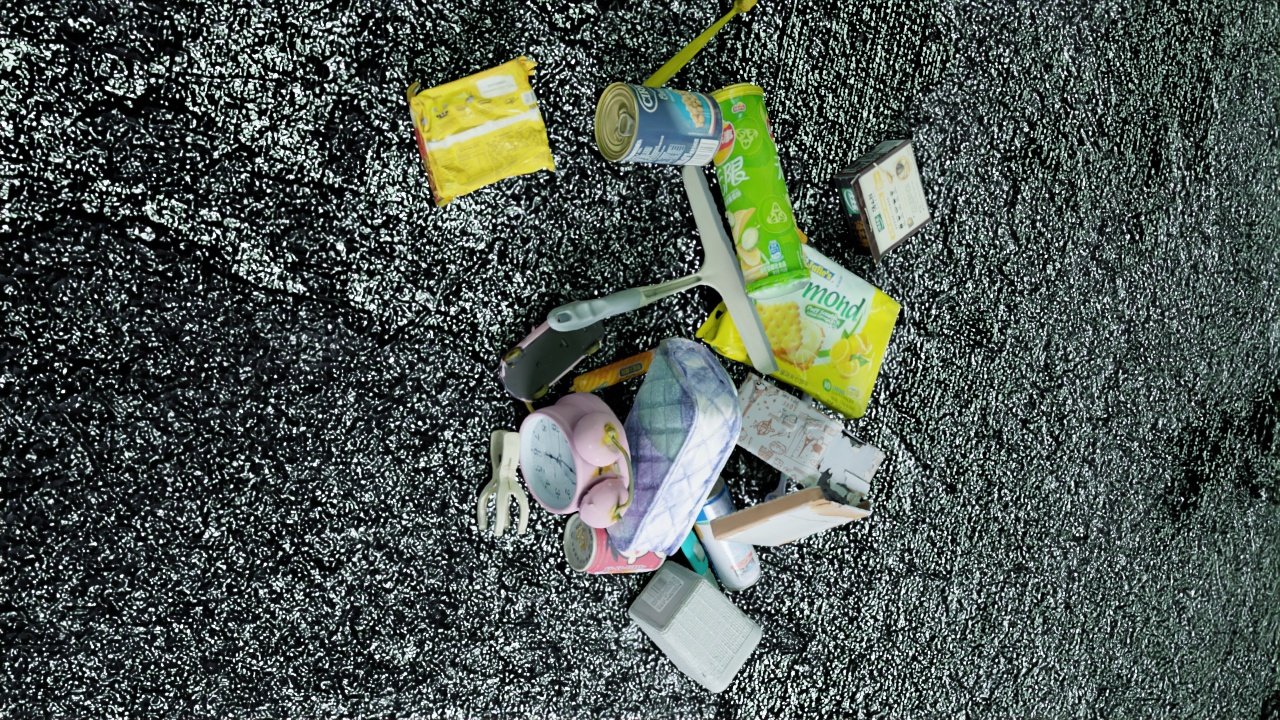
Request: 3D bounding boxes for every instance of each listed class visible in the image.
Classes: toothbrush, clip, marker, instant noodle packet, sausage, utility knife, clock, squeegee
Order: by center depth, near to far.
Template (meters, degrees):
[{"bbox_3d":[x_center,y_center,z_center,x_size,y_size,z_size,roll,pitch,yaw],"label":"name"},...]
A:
[{"bbox_3d":[-0.143,-0.211,0.839,0.128,0.044,0.111,-24,117,-25],"label":"instant noodle packet"},{"bbox_3d":[-0.056,0.096,0.876,0.059,0.159,0.117,-13,108,-40],"label":"clock"},{"bbox_3d":[-0.126,0.124,0.891,0.034,0.083,0.105,5,106,-35],"label":"clip"},{"bbox_3d":[0.002,-0.066,0.938,0.245,0.039,0.246,-20,88,-34],"label":"squeegee"},{"bbox_3d":[0.062,-0.335,0.974,0.189,0.017,0.016,-46,119,-19],"label":"toothbrush"},{"bbox_3d":[-0.006,0.006,0.981,0.164,0.021,0.021,-20,108,-30],"label":"sausage"},{"bbox_3d":[0.062,0.214,1.025,0.029,0.013,0.208,-63,148,-29],"label":"utility knife"},{"bbox_3d":[0.202,-0.134,1.103,0.124,0.015,0.018,36,81,-34],"label":"marker"},{"bbox_3d":[0.192,0.090,1.131,0.021,0.029,0.189,32,74,-75],"label":"toothbrush"}]

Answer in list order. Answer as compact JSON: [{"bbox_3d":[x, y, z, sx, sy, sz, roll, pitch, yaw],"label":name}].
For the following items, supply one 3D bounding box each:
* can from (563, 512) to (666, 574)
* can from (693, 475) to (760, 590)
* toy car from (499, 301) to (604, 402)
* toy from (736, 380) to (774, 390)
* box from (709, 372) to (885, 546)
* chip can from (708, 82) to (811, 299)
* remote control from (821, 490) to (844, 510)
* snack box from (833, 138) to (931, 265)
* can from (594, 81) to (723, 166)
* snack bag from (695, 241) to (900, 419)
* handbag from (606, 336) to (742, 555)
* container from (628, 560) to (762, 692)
[{"bbox_3d":[-0.026,0.191,0.969,0.093,0.067,0.066,6,94,-34],"label":"can"},{"bbox_3d":[0.094,0.200,1.060,0.053,0.053,0.134,-35,115,-25],"label":"can"},{"bbox_3d":[-0.089,-0.010,0.912,0.122,0.037,0.056,-41,108,-20],"label":"toy car"},{"bbox_3d":[0.105,0.057,1.062,0.091,0.030,0.096,21,93,-30],"label":"toy"},{"bbox_3d":[0.164,0.141,1.020,0.178,0.153,0.182,-58,145,2],"label":"box"},{"bbox_3d":[0.121,-0.175,0.969,0.072,0.073,0.221,-13,87,-32],"label":"chip can"},{"bbox_3d":[0.238,0.139,1.166,0.053,0.024,0.136,-36,116,-26],"label":"remote control"},{"bbox_3d":[0.297,-0.196,1.133,0.125,0.053,0.113,-35,115,-24],"label":"snack box"},{"bbox_3d":[0.020,-0.236,0.926,0.111,0.075,0.075,-4,100,-34],"label":"can"},{"bbox_3d":[0.186,-0.042,1.068,0.246,0.068,0.158,26,79,-26],"label":"snack bag"},{"bbox_3d":[0.025,0.089,0.902,0.075,0.134,0.194,11,119,-27],"label":"handbag"},{"bbox_3d":[0.058,0.294,1.031,0.090,0.090,0.114,-50,118,-18],"label":"container"}]
